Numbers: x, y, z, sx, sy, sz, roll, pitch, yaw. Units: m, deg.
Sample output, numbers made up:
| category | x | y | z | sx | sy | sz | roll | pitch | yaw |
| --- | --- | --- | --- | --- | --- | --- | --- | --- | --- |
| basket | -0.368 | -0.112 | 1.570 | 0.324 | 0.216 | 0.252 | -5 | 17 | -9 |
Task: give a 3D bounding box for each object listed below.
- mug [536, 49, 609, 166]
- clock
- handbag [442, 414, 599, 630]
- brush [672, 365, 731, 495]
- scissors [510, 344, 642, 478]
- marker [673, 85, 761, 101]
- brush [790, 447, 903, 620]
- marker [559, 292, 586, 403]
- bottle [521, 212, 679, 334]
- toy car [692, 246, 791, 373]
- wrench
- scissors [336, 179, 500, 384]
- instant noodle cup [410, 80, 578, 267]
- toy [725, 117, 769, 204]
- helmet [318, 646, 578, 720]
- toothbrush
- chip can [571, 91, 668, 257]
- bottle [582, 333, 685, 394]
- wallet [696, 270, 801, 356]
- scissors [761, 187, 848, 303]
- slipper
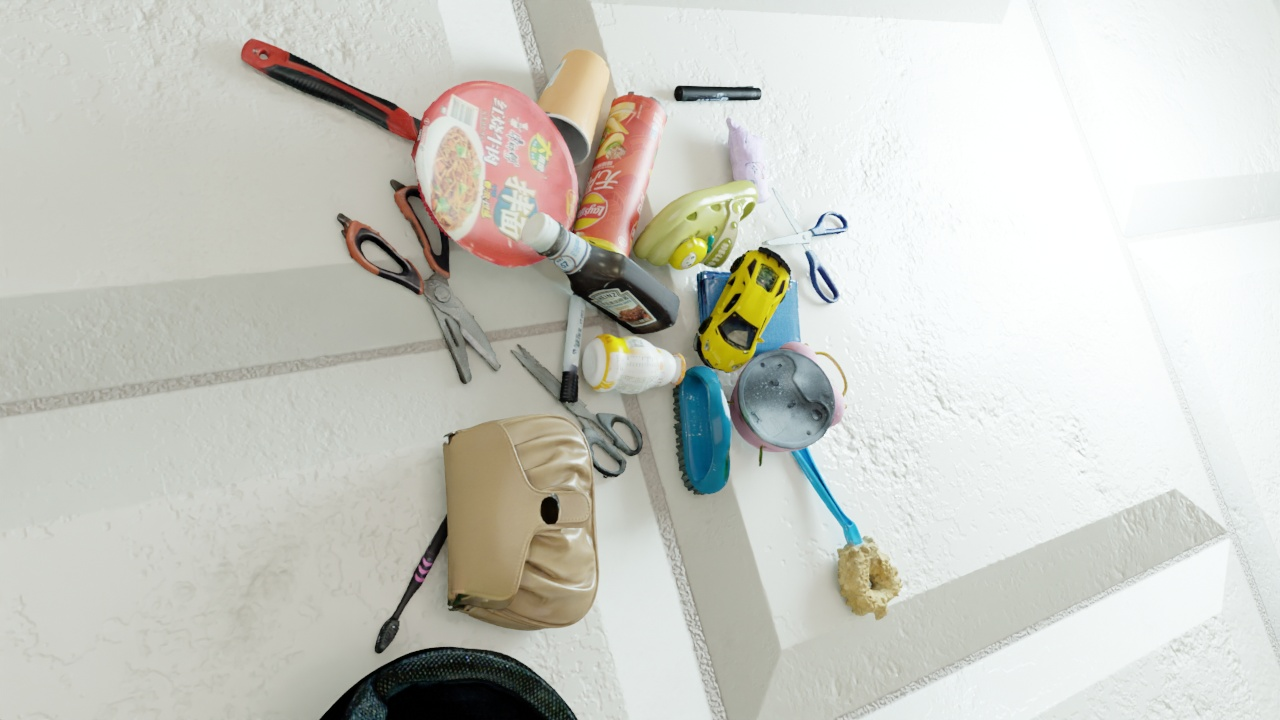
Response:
| category | x | y | z | sx | sy | sz | roll | pitch | yaw |
| --- | --- | --- | --- | --- | --- | --- | --- | --- | --- |
| mug | -0.079 | -0.291 | 1.043 | 0.078 | 0.078 | 0.122 | 27 | 58 | -19 |
| clock | 0.174 | 0.042 | 1.063 | 0.158 | 0.060 | 0.117 | -30 | 81 | -19 |
| handbag | -0.109 | 0.149 | 0.866 | 0.147 | 0.100 | 0.204 | 6 | 69 | -32 |
| brush | 0.072 | 0.074 | 1.005 | 0.055 | 0.074 | 0.143 | 3 | 73 | -23 |
| scissors | -0.064 | 0.044 | 0.979 | 0.136 | 0.014 | 0.174 | -9 | 76 | -29 |
| marker | 0.101 | -0.347 | 1.188 | 0.131 | 0.020 | 0.022 | -10 | 63 | -31 |
| brush | 0.230 | 0.183 | 1.082 | 0.083 | 0.046 | 0.254 | -24 | 83 | -28 |
| marker | -0.071 | -0.015 | 0.982 | 0.022 | 0.018 | 0.130 | 32 | 53 | -43 |
| bottle | -0.043 | -0.090 | 0.963 | 0.194 | 0.080 | 0.044 | 34 | 58 | -39 |
| toy car | 0.119 | -0.056 | 1.052 | 0.071 | 0.041 | 0.155 | 35 | 73 | -17 |
| wrench | -0.277 | -0.257 | 0.955 | 0.273 | 0.016 | 0.056 | 27 | 63 | -20 |
| scissors | -0.220 | -0.081 | 0.931 | 0.215 | 0.015 | 0.195 | 20 | 65 | -23 |
| instant noodle cup | -0.159 | -0.186 | 0.950 | 0.193 | 0.066 | 0.193 | 7 | 79 | -42 |
| toy | 0.139 | -0.247 | 1.166 | 0.083 | 0.039 | 0.108 | 9 | 67 | -49 |
| helmet | -0.160 | 0.355 | 0.699 | 0.233 | 0.231 | 0.274 | 26 | 73 | -9 |
| toothbrush | -0.197 | 0.184 | 0.857 | 0.014 | 0.018 | 0.188 | 35 | 60 | -17 |
| chip can | -0.025 | -0.200 | 1.042 | 0.073 | 0.073 | 0.216 | 24 | 63 | -20 |
| bottle | -0.006 | 0.006 | 0.990 | 0.108 | 0.063 | 0.063 | 5 | 72 | -27 |
| wallet | 0.130 | -0.056 | 1.100 | 0.133 | 0.040 | 0.106 | -1 | 83 | -28 |
| scissors | 0.219 | -0.150 | 1.184 | 0.172 | 0.012 | 0.162 | -14 | 87 | -39 |
| slipper | 0.080 | -0.152 | 1.068 | 0.190 | 0.092 | 0.081 | -28 | 75 | -37 |
